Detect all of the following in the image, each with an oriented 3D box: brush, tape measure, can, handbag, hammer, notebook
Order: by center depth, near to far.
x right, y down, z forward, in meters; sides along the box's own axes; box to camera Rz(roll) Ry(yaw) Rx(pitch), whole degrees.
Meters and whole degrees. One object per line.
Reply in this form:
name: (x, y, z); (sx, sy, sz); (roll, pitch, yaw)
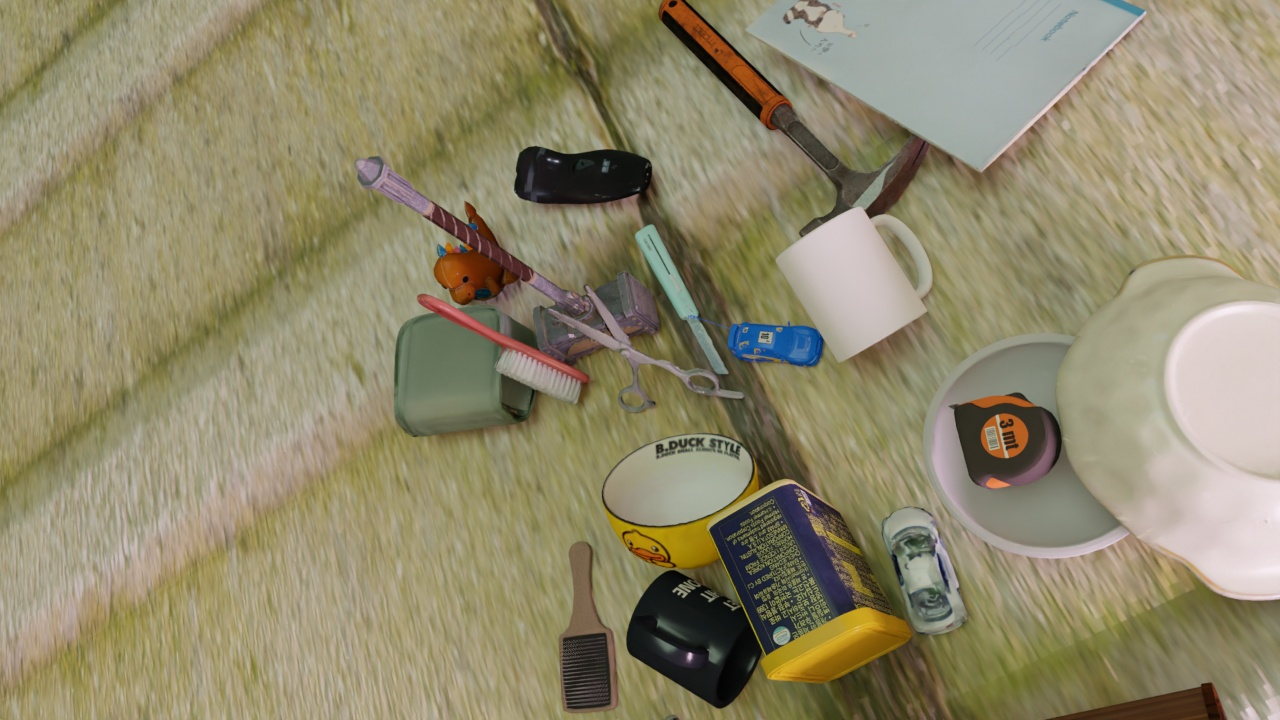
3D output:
tape measure: (0.237, 0.050, 0.588); (0.059, 0.038, 0.058); (-23, 63, 34)
can: (0.113, 0.150, 0.616); (0.075, 0.135, 0.104); (-33, 59, 14)
hammer: (-0.098, -0.073, 0.687); (0.099, 0.322, 0.044); (-20, 65, 21)
notebook: (0.234, -0.273, 0.740); (0.181, 0.009, 0.253); (-44, 59, -5)
brush: (-0.048, 0.215, 0.748); (0.050, 0.015, 0.135); (-15, 68, 24)
brush: (-0.116, -0.007, 0.769); (0.041, 0.172, 0.030); (5, 70, 54)
hammer: (0.117, -0.236, 0.797); (0.138, 0.035, 0.314); (-41, 60, 9)
handbag: (-0.160, 0.013, 0.841); (0.122, 0.067, 0.106); (-8, 69, 25)

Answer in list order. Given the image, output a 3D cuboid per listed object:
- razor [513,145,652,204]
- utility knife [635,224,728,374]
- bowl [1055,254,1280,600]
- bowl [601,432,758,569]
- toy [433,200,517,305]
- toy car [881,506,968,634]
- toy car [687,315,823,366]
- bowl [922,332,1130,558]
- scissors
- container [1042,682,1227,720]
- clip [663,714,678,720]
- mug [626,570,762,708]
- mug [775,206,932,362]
razor: (-0.057, -0.175, 0.850); (0.141, 0.063, 0.053); (5, 77, 30)
utility knife: (0.035, -0.052, 0.792); (0.022, 0.015, 0.165); (-19, 63, -14)
bowl: (0.352, 0.026, 0.538); (0.188, 0.060, 0.219); (-4, 70, 3)
bowl: (0.035, 0.114, 0.695); (0.117, 0.068, 0.117); (-12, 27, 6)
toy: (-0.164, -0.102, 0.862); (0.071, 0.090, 0.103); (-15, 88, 23)
toy car: (0.195, 0.144, 0.637); (0.039, 0.027, 0.089); (-24, 64, 21)
toy car: (0.091, -0.021, 0.724); (0.092, 0.062, 0.033); (6, 76, 29)
bowl: (0.270, 0.059, 0.615); (0.150, 0.043, 0.149); (-9, 70, 24)
scissors: (0.006, -0.005, 0.734); (0.158, 0.142, 0.014); (5, 47, 12)
container: (0.251, 0.262, 0.518); (0.168, 0.132, 0.132); (-20, 66, 27)
clip: (0.009, 0.301, 0.687); (0.042, 0.023, 0.076); (44, 98, 29)
mug: (0.033, 0.199, 0.658); (0.077, 0.105, 0.071); (22, 90, 31)
mug: (0.170, -0.064, 0.685); (0.110, 0.074, 0.090); (-29, 84, -23)
